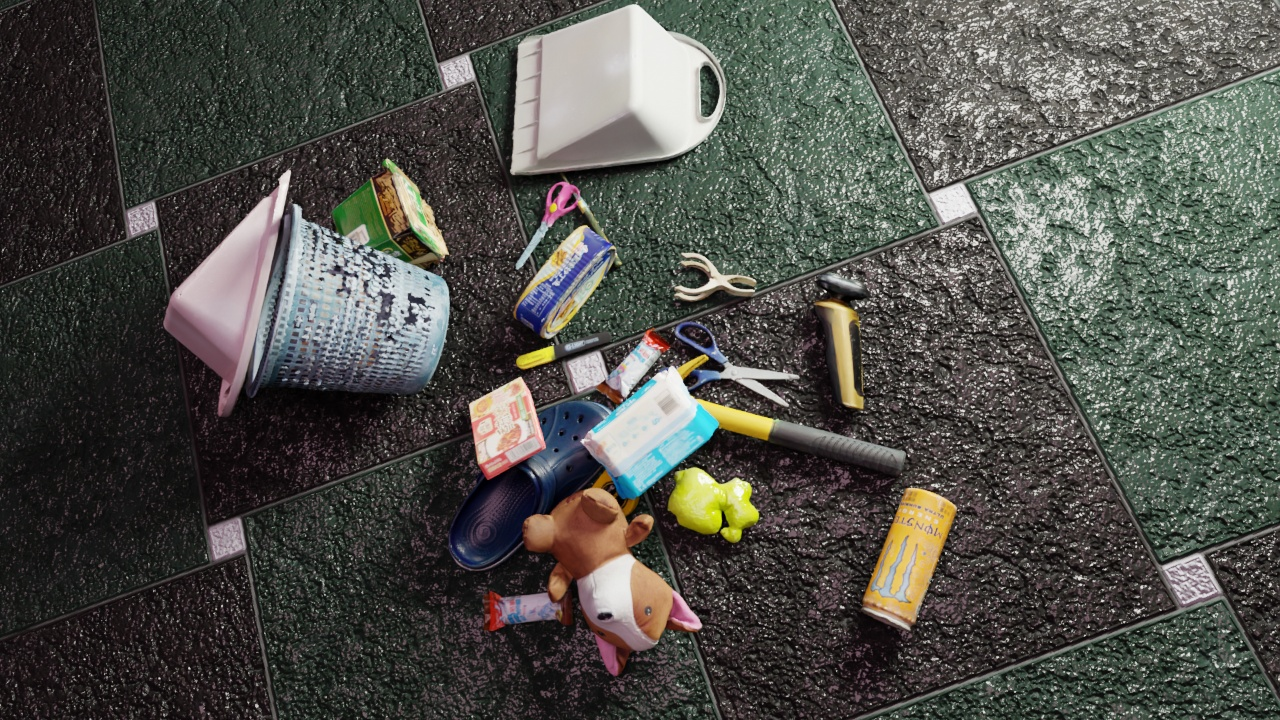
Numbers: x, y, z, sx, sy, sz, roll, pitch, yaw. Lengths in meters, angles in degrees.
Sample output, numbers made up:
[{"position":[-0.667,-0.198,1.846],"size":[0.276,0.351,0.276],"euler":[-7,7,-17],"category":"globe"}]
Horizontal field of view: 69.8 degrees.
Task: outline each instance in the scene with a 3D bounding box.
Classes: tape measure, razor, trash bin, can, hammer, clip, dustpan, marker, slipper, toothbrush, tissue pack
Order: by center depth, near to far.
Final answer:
[{"position":[0.291,0.214,0.995],"size":[0.058,0.058,0.146],"euler":[22,77,15],"category":"can"},{"position":[0.010,0.083,1.032],"size":[0.140,0.063,0.090],"euler":[-39,99,-4],"category":"tissue pack"},{"position":[0.155,0.081,1.068],"size":[0.301,0.033,0.128],"euler":[15,86,11],"category":"hammer"},{"position":[-0.134,0.138,1.071],"size":[0.105,0.095,0.252],"euler":[43,87,16],"category":"slipper"},{"position":[-0.030,0.158,1.080],"size":[0.057,0.029,0.060],"euler":[38,99,14],"category":"tape measure"},{"position":[0.242,-0.023,1.082],"size":[0.068,0.062,0.167],"euler":[-13,74,36],"category":"razor"},{"position":[-0.342,-0.049,1.091],"size":[0.195,0.227,0.226],"euler":[14,71,-27],"category":"trash bin"},{"position":[0.084,-0.089,1.138],"size":[0.102,0.035,0.094],"euler":[34,77,9],"category":"clip"},{"position":[-0.093,-0.097,1.147],"size":[0.049,0.074,0.148],"euler":[36,82,14],"category":"can"},{"position":[-0.096,-0.013,1.152],"size":[0.124,0.015,0.018],"euler":[-17,74,2],"category":"marker"},{"position":[-0.488,-0.074,1.158],"size":[0.139,0.223,0.272],"euler":[41,66,-17],"category":"dustpan"},{"position":[-0.069,-0.197,1.207],"size":[0.017,0.012,0.185],"euler":[-26,70,-11],"category":"toothbrush"},{"position":[-0.028,-0.355,1.244],"size":[0.258,0.142,0.222],"euler":[-14,66,33],"category":"dustpan"}]

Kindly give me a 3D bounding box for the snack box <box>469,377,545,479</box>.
[{"position":[-0.159,0.076,1.078],"size":[0.075,0.025,0.152],"euler":[-28,27,-1],"category":"snack box"}]

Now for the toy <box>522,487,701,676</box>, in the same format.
[{"position":[-0.034,0.237,1.006],"size":[0.140,0.130,0.199],"euler":[-29,90,15],"category":"toy"}]

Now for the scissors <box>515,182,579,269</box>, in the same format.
[{"position":[-0.127,-0.175,1.204],"size":[0.054,0.017,0.133],"euler":[31,87,33],"category":"scissors"}]

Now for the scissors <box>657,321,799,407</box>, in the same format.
[{"position":[0.098,0.017,1.113],"size":[0.155,0.012,0.166],"euler":[-34,70,-3],"category":"scissors"}]

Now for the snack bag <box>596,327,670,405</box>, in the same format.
[{"position":[-0.007,0.007,1.124],"size":[0.045,0.026,0.105],"euler":[38,85,32],"category":"snack bag"}]

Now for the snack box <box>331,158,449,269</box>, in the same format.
[{"position":[-0.329,-0.168,1.187],"size":[0.105,0.117,0.118],"euler":[-27,68,5],"category":"snack box"}]

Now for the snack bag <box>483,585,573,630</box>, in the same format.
[{"position":[-0.130,0.286,1.058],"size":[0.104,0.026,0.048],"euler":[-4,84,8],"category":"snack bag"}]

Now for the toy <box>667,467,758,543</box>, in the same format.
[{"position":[0.081,0.167,1.058],"size":[0.100,0.031,0.096],"euler":[-16,73,3],"category":"toy"}]
